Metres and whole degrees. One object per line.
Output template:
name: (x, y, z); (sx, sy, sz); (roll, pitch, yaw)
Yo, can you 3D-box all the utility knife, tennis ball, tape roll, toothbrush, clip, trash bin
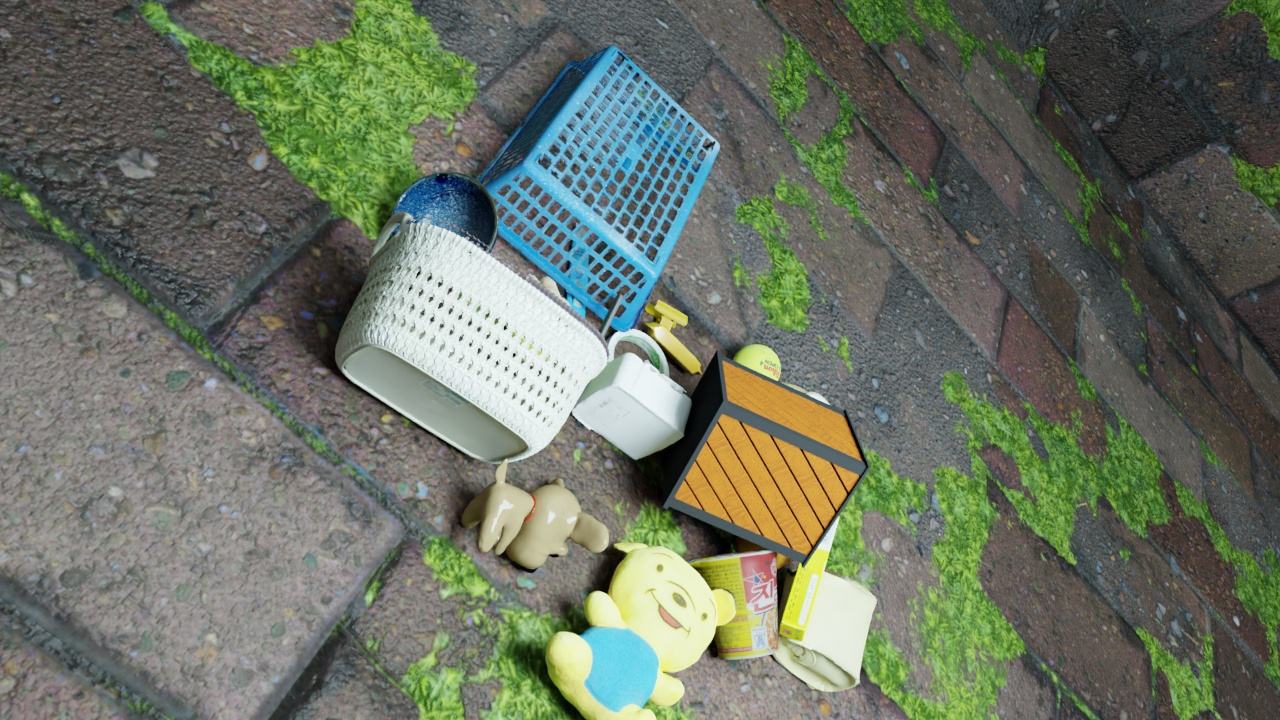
utility knife: (-0.077, -0.095, 1.112); (0.031, 0.015, 0.174); (24, 52, -34)
tennis ball: (0.153, 0.011, 1.218); (0.065, 0.065, 0.065); (20, 55, -32)
tape roll: (-0.007, 0.007, 1.115); (0.093, 0.018, 0.093); (21, 55, -33)
toothbrush: (-0.058, -0.006, 1.043); (0.013, 0.013, 0.167); (36, 68, -30)
clip: (0.032, -0.050, 1.175); (0.054, 0.048, 0.046); (30, 26, -28)
trash bin: (0.133, 0.107, 1.027); (0.172, 0.140, 0.139); (24, 21, -8)

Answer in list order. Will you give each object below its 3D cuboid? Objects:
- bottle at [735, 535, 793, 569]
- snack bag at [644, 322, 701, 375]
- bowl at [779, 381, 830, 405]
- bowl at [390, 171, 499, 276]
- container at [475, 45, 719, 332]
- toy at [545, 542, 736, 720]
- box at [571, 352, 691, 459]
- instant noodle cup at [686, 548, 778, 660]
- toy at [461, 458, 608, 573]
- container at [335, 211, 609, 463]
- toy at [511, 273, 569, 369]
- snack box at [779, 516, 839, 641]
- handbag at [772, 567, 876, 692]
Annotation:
bottle: (0.190, 0.208, 1.141); (0.156, 0.068, 0.068); (-15, 78, -45)
snack bag: (0.043, -0.015, 1.157); (0.099, 0.026, 0.020); (44, 80, -23)
bowl: (0.218, 0.086, 1.236); (0.145, 0.063, 0.145); (21, 55, -33)
bowl: (-0.203, -0.138, 0.980); (0.114, 0.061, 0.114); (0, 81, 2)
container: (-0.032, -0.240, 1.165); (0.257, 0.089, 0.361); (39, 45, -16)
toy: (-0.004, 0.275, 0.925); (0.149, 0.084, 0.213); (52, 42, -6)
box: (-0.003, 0.037, 1.042); (0.107, 0.103, 0.095); (36, 46, -20)
instant noodle cup: (0.114, 0.272, 1.027); (0.100, 0.101, 0.112); (1, 74, -41)
toy: (-0.110, 0.154, 0.895); (0.108, 0.134, 0.106); (20, 98, -33)
container: (-0.164, -0.011, 0.877); (0.251, 0.185, 0.143); (36, 57, -22)
toy: (-0.110, -0.045, 1.035); (0.092, 0.043, 0.117); (5, 60, -34)
snack box: (0.195, 0.246, 1.057); (0.029, 0.040, 0.147); (17, 58, 14)
handbag: (0.216, 0.316, 1.101); (0.111, 0.081, 0.119); (36, 50, -12)
